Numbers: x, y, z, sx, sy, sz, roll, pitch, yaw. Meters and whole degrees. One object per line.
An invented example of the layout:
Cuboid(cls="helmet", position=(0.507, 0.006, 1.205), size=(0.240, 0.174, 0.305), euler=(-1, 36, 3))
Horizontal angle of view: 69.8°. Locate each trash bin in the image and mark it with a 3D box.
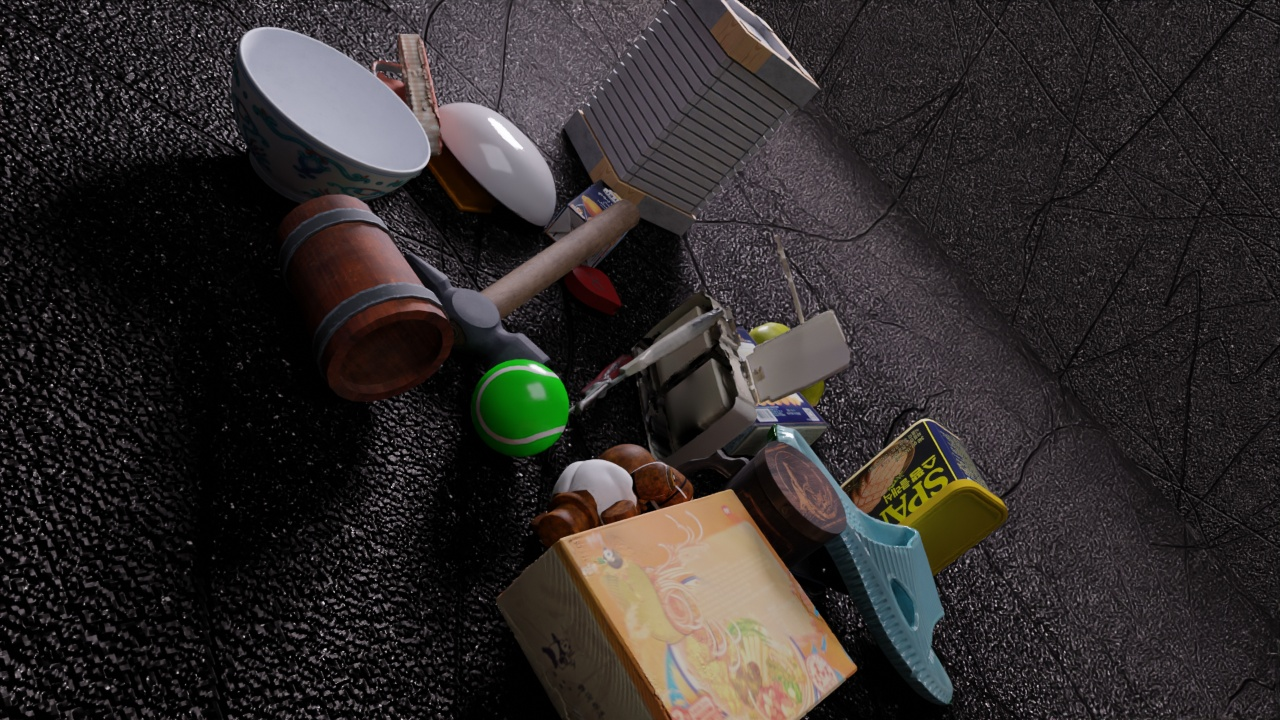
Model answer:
Cuboid(cls="trash bin", position=(0.056, -0.304, 1.107), size=(0.142, 0.247, 0.142), euler=(16, 38, -45))

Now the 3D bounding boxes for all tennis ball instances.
Cuboid(cls="tennis ball", position=(-0.080, 0.032, 0.613), size=(0.065, 0.065, 0.065), euler=(34, 27, -21))

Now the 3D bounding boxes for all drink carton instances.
Cuboid(cls="drink carton", position=(-0.047, -0.143, 0.954), size=(0.064, 0.040, 0.129), euler=(43, 25, -6))

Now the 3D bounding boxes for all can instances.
Cuboid(cls="can", position=(0.268, 0.139, 0.894), size=(0.075, 0.135, 0.104), euler=(32, 26, -26))

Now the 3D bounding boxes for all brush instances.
Cuboid(cls="brush", position=(-0.181, -0.187, 0.847), size=(0.126, 0.017, 0.048), euler=(53, 26, 16))

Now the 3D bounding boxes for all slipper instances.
Cuboid(cls="slipper", position=(0.200, 0.164, 0.779), size=(0.276, 0.070, 0.115), euler=(58, 17, 5))

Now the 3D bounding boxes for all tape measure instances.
Cuboid(cls="tape measure", position=(-0.049, -0.070, 0.868), size=(0.051, 0.019, 0.059), euler=(23, 26, -35))

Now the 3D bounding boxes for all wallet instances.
Cuboid(cls="wallet", position=(0.119, 0.154, 0.771), size=(0.115, 0.026, 0.089), euler=(27, 31, -38))

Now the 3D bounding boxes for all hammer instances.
Cuboid(cls="hammer", position=(-0.074, -0.085, 0.785), size=(0.129, 0.040, 0.320), euler=(41, 34, 2))

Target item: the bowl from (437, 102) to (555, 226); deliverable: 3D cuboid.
Cuboid(cls="bowl", position=(-0.129, -0.198, 0.881), size=(0.149, 0.043, 0.149), euler=(44, 15, -16))

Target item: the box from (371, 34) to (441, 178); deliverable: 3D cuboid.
Cuboid(cls="box", position=(-0.212, -0.234, 0.820), size=(0.057, 0.067, 0.187), euler=(74, -4, -47))

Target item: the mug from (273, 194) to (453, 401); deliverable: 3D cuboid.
Cuboid(cls="mug", position=(-0.168, -0.037, 0.585), size=(0.111, 0.081, 0.117), euler=(55, 9, 27))

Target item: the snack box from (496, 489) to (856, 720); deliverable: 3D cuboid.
Cuboid(cls="snack box", position=(0.025, 0.170, 0.546), size=(0.194, 0.081, 0.145), euler=(-2, 52, -56))

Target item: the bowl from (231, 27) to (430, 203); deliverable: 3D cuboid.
Cuboid(cls="bowl", position=(-0.234, -0.160, 0.661), size=(0.144, 0.074, 0.143), euler=(34, 27, -21))

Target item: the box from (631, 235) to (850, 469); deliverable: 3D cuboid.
Cuboid(cls="box", position=(0.083, 0.002, 0.770), size=(0.080, 0.181, 0.143), euler=(31, 34, -35))

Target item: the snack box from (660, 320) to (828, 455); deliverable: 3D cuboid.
Cuboid(cls="snack box", position=(0.094, 0.025, 0.891), size=(0.144, 0.043, 0.145), euler=(4, 40, -52))

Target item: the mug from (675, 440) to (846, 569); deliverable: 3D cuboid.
Cuboid(cls="mug", position=(0.073, 0.109, 0.677), size=(0.115, 0.107, 0.079), euler=(54, 27, 17))

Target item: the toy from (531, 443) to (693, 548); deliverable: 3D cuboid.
Cuboid(cls="toy", position=(-0.023, 0.092, 0.597), size=(0.112, 0.087, 0.067), euler=(-38, 112, -56))

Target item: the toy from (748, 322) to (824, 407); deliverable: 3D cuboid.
Cuboid(cls="toy", position=(0.165, 0.007, 1.034), size=(0.110, 0.051, 0.089), euler=(53, 29, 11))

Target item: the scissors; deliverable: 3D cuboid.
Cuboid(cls="scissors", position=(-0.008, 0.006, 0.722), size=(0.015, 0.179, 0.198), euler=(60, -2, -5))
